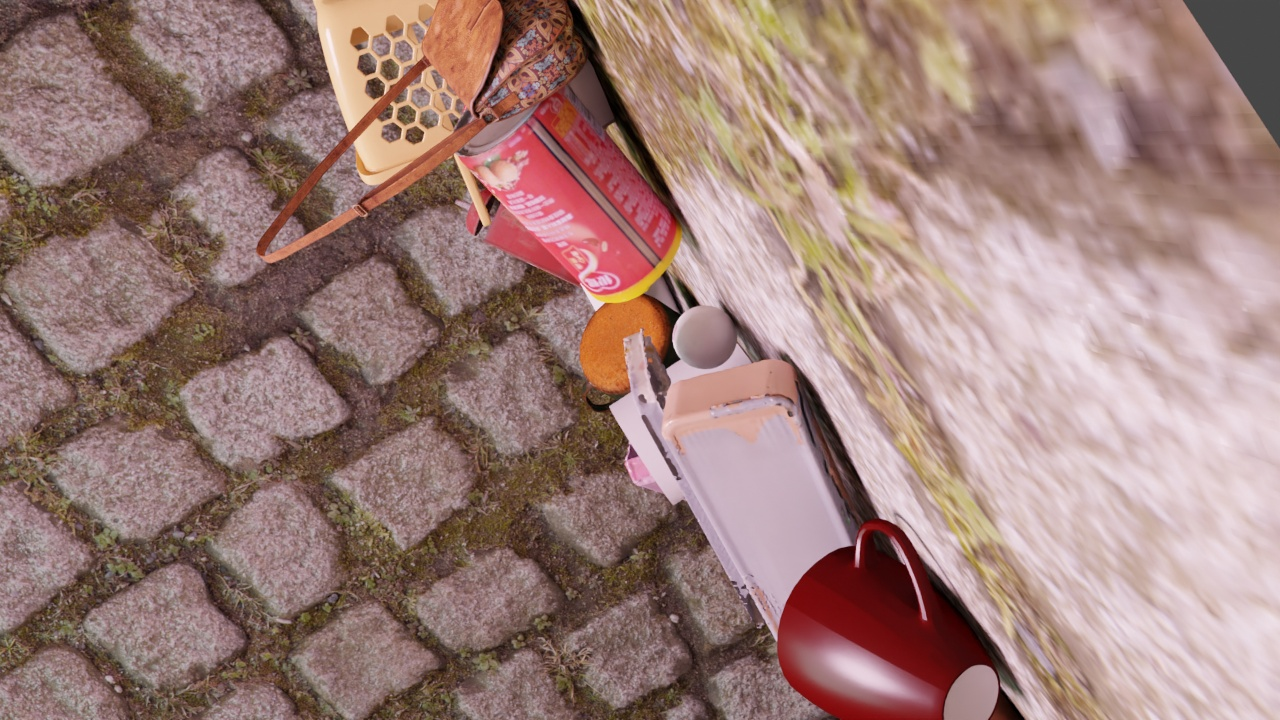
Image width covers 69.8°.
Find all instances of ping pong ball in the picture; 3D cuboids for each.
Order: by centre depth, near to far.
[{"bbox_3d":[0.040,-0.014,0.572,0.040,0.040,0.040,57,179,1],"label":"ping pong ball"}]

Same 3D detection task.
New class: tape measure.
[{"bbox_3d":[-0.040,-0.160,0.511,0.065,0.017,0.064,56,179,25],"label":"tape measure"}]

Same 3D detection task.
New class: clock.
[{"bbox_3d":[-0.099,-0.121,0.845,0.157,0.062,0.109,26,-177,21],"label":"clock"}]

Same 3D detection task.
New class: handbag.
[{"bbox_3d":[-0.118,-0.120,0.450,0.043,0.196,0.093,49,-177,-47],"label":"handbag"}]

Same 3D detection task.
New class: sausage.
[{"bbox_3d":[0.209,0.236,0.460,0.155,0.040,0.040,56,179,26],"label":"sausage"}]

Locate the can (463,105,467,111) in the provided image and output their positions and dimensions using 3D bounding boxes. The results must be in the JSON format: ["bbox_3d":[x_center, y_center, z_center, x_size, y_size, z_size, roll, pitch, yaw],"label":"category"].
[{"bbox_3d":[-0.107,-0.199,0.859,0.074,0.074,0.142,56,179,29],"label":"can"}]

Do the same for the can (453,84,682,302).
[{"bbox_3d":[-0.036,-0.093,0.496,0.124,0.067,0.066,45,-174,-37],"label":"can"}]

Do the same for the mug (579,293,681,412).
[{"bbox_3d":[-0.005,0.005,0.718,0.081,0.111,0.085,29,-148,-51],"label":"mug"}]

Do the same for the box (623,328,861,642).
[{"bbox_3d":[0.071,0.076,0.550,0.217,0.115,0.095,62,-151,-34],"label":"box"}]

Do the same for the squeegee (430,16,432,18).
[{"bbox_3d":[-0.198,-0.358,0.857,0.185,0.055,0.249,45,176,17],"label":"squeegee"}]

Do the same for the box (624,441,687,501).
[{"bbox_3d":[0.048,0.083,0.976,0.232,0.099,0.106,34,-142,-68],"label":"box"}]

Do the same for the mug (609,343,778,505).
[{"bbox_3d":[0.048,0.052,0.657,0.119,0.096,0.083,57,179,-40],"label":"mug"}]

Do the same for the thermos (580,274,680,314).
[{"bbox_3d":[-0.006,-0.062,0.771,0.101,0.068,0.230,42,171,27],"label":"thermos"}]

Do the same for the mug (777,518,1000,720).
[{"bbox_3d":[0.127,0.134,0.450,0.088,0.087,0.114,19,117,60],"label":"mug"}]

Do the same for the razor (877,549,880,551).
[{"bbox_3d":[0.149,0.133,0.637,0.044,0.018,0.141,57,179,5],"label":"razor"}]

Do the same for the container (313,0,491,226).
[{"bbox_3d":[-0.135,-0.194,0.590,0.167,0.129,0.183,75,171,-47],"label":"container"}]
